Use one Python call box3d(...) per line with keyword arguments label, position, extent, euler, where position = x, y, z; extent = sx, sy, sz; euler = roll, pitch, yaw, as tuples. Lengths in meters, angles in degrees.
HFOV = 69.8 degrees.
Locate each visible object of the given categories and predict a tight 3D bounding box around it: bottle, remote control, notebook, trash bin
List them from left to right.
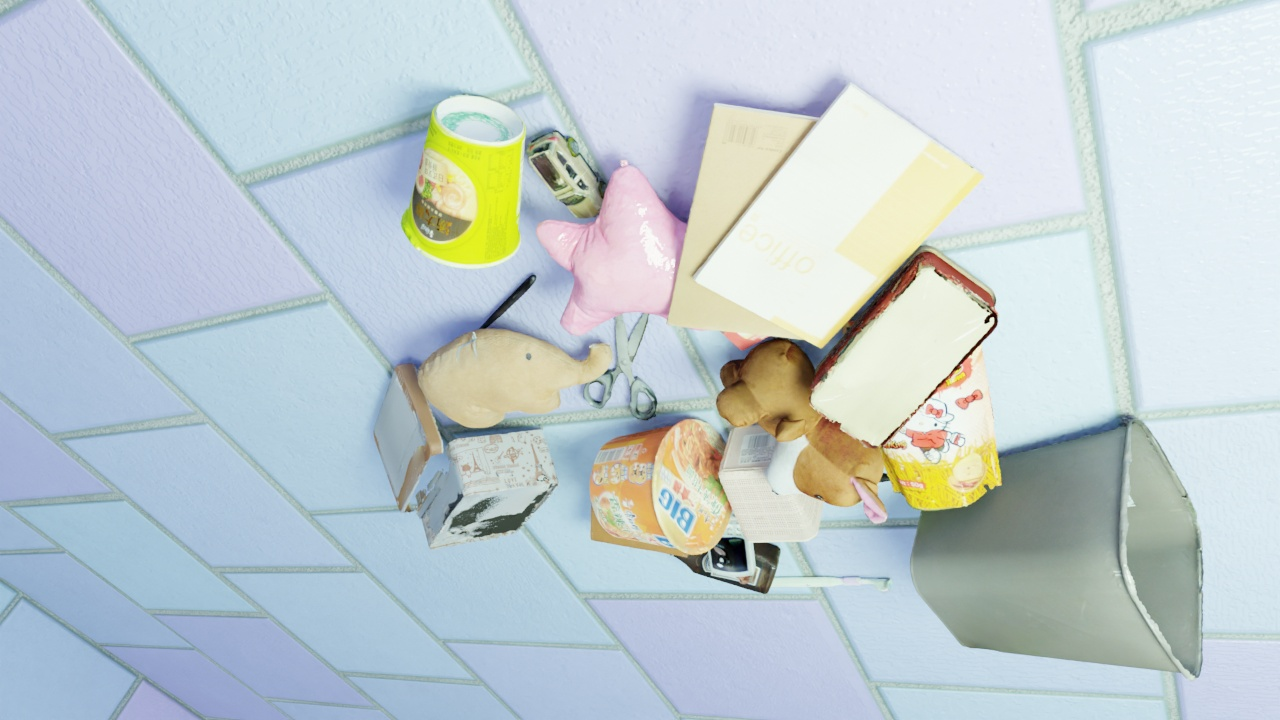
box3d(label="bottle", position=(0.083, 0.250, 1.212), extent=(0.195, 0.043, 0.080), euler=(15, 131, 8))
box3d(label="remote control", position=(0.108, 0.206, 1.139), extent=(0.058, 0.021, 0.150), euler=(0, 117, 19))
box3d(label="notebook", position=(0.113, -0.108, 0.777), extent=(0.149, 0.012, 0.212), euler=(6, 128, -7))
box3d(label="notebook", position=(0.160, -0.110, 0.762), extent=(0.146, 0.010, 0.207), euler=(26, 124, -21))
box3d(label="trash bin", position=(0.413, 0.192, 0.918), extent=(0.220, 0.198, 0.199), euler=(-16, 126, 43))

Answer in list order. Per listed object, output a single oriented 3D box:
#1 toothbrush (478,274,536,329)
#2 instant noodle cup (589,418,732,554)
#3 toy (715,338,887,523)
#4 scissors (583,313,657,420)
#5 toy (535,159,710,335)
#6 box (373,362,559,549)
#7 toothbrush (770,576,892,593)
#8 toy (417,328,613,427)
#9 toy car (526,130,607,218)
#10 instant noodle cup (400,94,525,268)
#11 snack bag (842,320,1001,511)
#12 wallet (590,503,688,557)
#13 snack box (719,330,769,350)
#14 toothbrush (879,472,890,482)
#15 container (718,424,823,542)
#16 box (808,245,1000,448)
box3d(label="toothbrush", position=(-0.158, -0.047, 1.011), extent=(0.018, 0.015, 0.182), euler=(30, 139, -20))
box3d(label="instant noodle cup", position=(0.021, 0.144, 1.054), extent=(0.112, 0.151, 0.151), euler=(-7, 132, 39))
box3d(label="toy", position=(0.162, 0.077, 0.915), extent=(0.199, 0.140, 0.131), euler=(39, 110, -6))
box3d(label="scissors", position=(-0.021, 0.006, 1.013), extent=(0.166, 0.014, 0.163), euler=(-19, 125, 35))
box3d(label="toy", position=(0.006, -0.098, 0.835), extent=(0.195, 0.074, 0.179), euler=(-3, 126, 7))
box3d(label="box", position=(-0.224, 0.121, 1.174), extent=(0.157, 0.205, 0.181), euler=(-10, 152, -33))
box3d(label="toothbrush", position=(0.237, 0.297, 1.219), extent=(0.190, 0.029, 0.020), euler=(-6, 90, 29))
box3d(label="toy", position=(-0.143, 0.014, 1.012), extent=(0.226, 0.082, 0.143), euler=(-15, 147, 29))
box3d(label="toy car", position=(-0.065, -0.164, 0.833), extent=(0.042, 0.035, 0.090), euler=(-13, 132, 35))
box3d(label="instant noodle cup", position=(-0.153, -0.165, 0.821), extent=(0.111, 0.111, 0.124), euler=(20, 131, 1))
box3d(label="snack bag", position=(0.276, 0.042, 0.886), extent=(0.129, 0.073, 0.208), euler=(-7, 117, 28))
box3d(label="wallet", position=(0.000, 0.194, 1.172), extent=(0.132, 0.031, 0.108), euler=(7, 113, 14))
box3d(label="snack box", position=(0.126, -0.069, 0.864), extent=(0.075, 0.025, 0.153), euler=(39, 136, -21))
box3d(label="toothbrush", position=(0.235, 0.126, 0.986), extent=(0.189, 0.014, 0.017), euler=(2, 169, -17))
box3d(label="container", position=(0.146, 0.134, 1.029), extent=(0.090, 0.089, 0.111), euler=(-7, 130, 28))
box3d(label="box", position=(0.226, -0.008, 0.805), extent=(0.091, 0.077, 0.169), euler=(36, 118, 0))
